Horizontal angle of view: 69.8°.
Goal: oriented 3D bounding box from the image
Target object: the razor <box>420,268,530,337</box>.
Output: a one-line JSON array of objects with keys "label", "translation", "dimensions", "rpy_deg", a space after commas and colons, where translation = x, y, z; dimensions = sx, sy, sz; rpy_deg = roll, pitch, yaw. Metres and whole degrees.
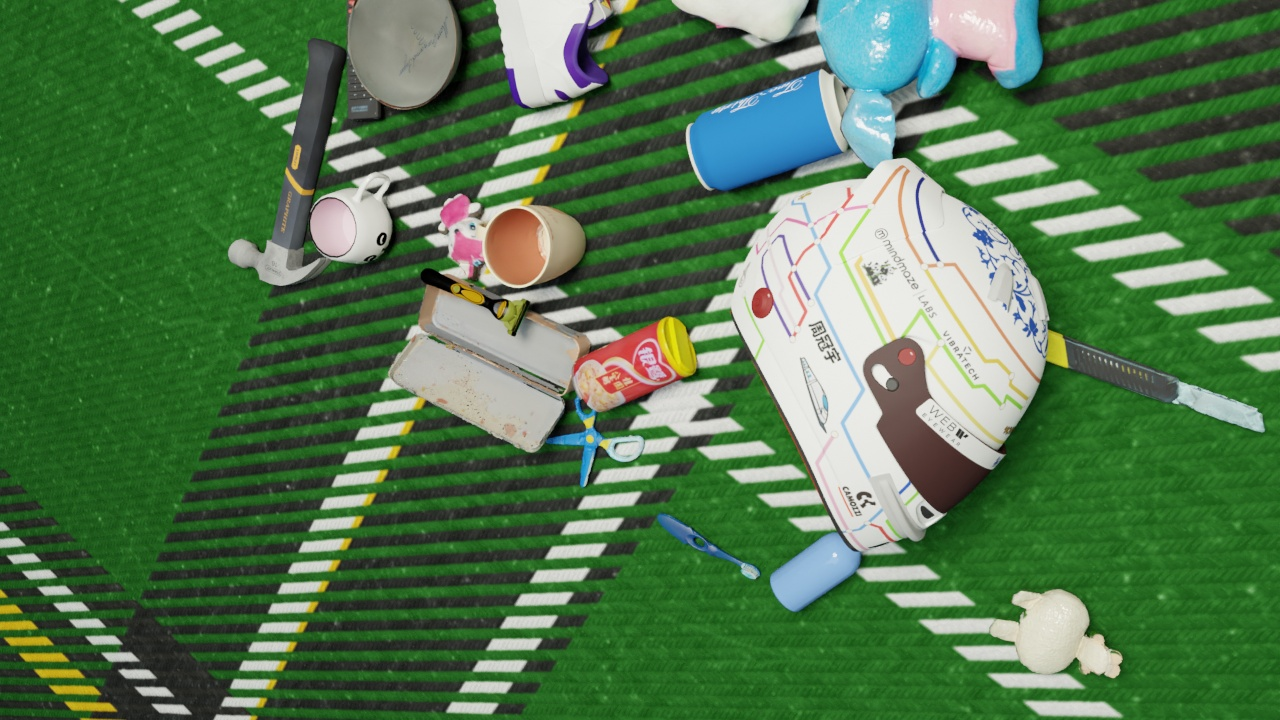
[{"label": "razor", "translation": [-0.193, -0.074, 1.047], "dimensions": [0.144, 0.021, 0.044], "rpy_deg": [24, 91, 20]}]

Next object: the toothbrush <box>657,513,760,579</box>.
[{"label": "toothbrush", "translation": [0.074, 0.207, 1.024], "dimensions": [0.132, 0.016, 0.021], "rpy_deg": [28, 108, 16]}]

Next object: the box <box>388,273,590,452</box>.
[{"label": "box", "translation": [-0.177, 0.000, 1.068], "dimensions": [0.217, 0.071, 0.156], "rpy_deg": [24, 80, 18]}]

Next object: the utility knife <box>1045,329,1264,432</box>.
[{"label": "utility knife", "translation": [0.437, 0.013, 0.825], "dimensions": [0.234, 0.020, 0.029], "rpy_deg": [24, 110, 19]}]

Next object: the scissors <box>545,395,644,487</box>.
[{"label": "scissors", "translation": [-0.050, 0.090, 1.059], "dimensions": [0.131, 0.014, 0.125], "rpy_deg": [18, 106, 22]}]

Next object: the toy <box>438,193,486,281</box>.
[{"label": "toy", "translation": [-0.205, -0.145, 1.061], "dimensions": [0.066, 0.050, 0.102], "rpy_deg": [-29, 83, 30]}]

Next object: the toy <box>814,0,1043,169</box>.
[{"label": "toy", "translation": [0.249, -0.283, 0.794], "dimensions": [0.192, 0.099, 0.224], "rpy_deg": [1, 81, 16]}]

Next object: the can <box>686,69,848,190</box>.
[{"label": "can", "translation": [0.124, -0.219, 0.883], "dimensions": [0.146, 0.078, 0.079], "rpy_deg": [-14, 94, 25]}]

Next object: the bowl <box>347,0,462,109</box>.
[{"label": "bowl", "translation": [-0.253, -0.359, 1.032], "dimensions": [0.151, 0.056, 0.151], "rpy_deg": [5, 103, 23]}]

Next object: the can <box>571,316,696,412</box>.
[{"label": "can", "translation": [-0.006, 0.006, 0.991], "dimensions": [0.125, 0.066, 0.066], "rpy_deg": [-24, 90, 26]}]

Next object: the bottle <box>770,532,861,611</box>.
[{"label": "bottle", "translation": [0.197, 0.208, 0.953], "dimensions": [0.131, 0.048, 0.048], "rpy_deg": [-43, 82, 24]}]

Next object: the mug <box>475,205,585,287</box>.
[{"label": "mug", "translation": [-0.122, -0.130, 0.994], "dimensions": [0.111, 0.104, 0.085], "rpy_deg": [19, 107, 20]}]

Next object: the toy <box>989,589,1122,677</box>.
[{"label": "toy", "translation": [0.395, 0.261, 0.876], "dimensions": [0.112, 0.050, 0.087], "rpy_deg": [19, 108, 15]}]

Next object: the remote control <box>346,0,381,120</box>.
[{"label": "remote control", "translation": [-0.325, -0.356, 1.085], "dimensions": [0.045, 0.021, 0.140], "rpy_deg": [3, 97, 22]}]

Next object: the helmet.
[{"label": "helmet", "translation": [0.227, -0.013, 0.794], "dimensions": [0.236, 0.230, 0.314], "rpy_deg": [-28, 83, 22]}]

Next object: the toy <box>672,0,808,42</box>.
[{"label": "toy", "translation": [0.118, -0.403, 0.845], "dimensions": [0.137, 0.085, 0.210], "rpy_deg": [31, 107, 5]}]

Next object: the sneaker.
[{"label": "sneaker", "translation": [-0.085, -0.376, 0.915], "dimensions": [0.111, 0.091, 0.244], "rpy_deg": [0, 122, 9]}]

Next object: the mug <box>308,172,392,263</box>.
[{"label": "mug", "translation": [-0.334, -0.173, 1.093], "dimensions": [0.090, 0.076, 0.124], "rpy_deg": [42, 113, 11]}]

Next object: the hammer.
[{"label": "hammer", "translation": [-0.427, -0.243, 1.145], "dimensions": [0.139, 0.035, 0.313], "rpy_deg": [24, 109, 16]}]
